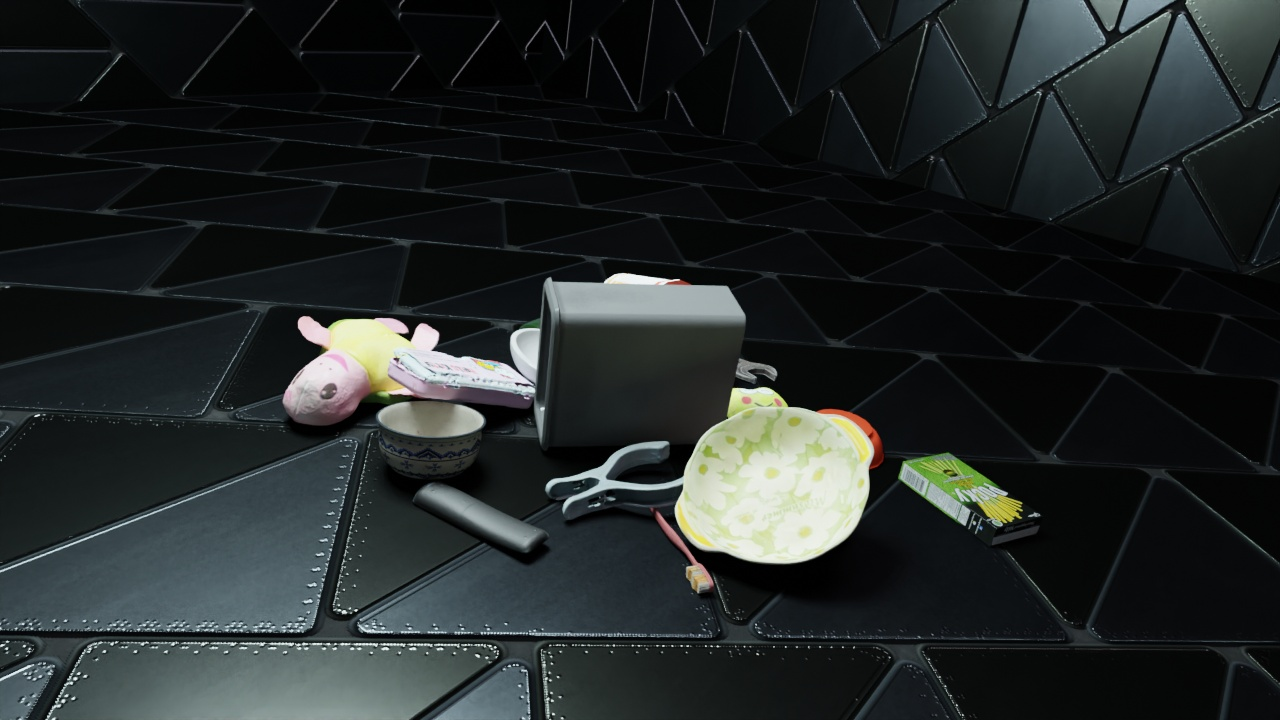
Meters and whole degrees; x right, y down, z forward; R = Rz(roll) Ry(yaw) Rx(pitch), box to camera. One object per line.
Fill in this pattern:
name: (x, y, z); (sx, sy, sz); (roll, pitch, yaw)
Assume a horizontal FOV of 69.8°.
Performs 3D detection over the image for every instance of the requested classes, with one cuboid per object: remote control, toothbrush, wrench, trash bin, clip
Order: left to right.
remote control: (-0.162, 0.156, 0.925); (0.152, 0.020, 0.041); (19, 27, 26)
trash bin: (-0.006, 0.006, 1.084); (0.219, 0.192, 0.097); (0, 31, -13)
clip: (-0.002, 0.142, 0.980); (0.171, 0.029, 0.143); (-19, 30, -34)
toothbrush: (0.030, 0.180, 0.949); (0.015, 0.015, 0.184); (-5, 26, -21)
wrench: (0.091, -0.022, 1.423); (0.273, 0.010, 0.069); (26, 29, 34)

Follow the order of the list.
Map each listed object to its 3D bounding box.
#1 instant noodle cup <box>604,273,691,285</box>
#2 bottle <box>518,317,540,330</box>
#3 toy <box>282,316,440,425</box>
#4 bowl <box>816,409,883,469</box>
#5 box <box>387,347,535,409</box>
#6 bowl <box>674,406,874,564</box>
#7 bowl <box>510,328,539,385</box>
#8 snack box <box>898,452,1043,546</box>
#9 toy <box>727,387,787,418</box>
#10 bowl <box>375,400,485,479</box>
instant noodle cup: (0.004, -0.073, 1.387); (0.123, 0.123, 0.121); (-13, 25, -40)
bottle: (-0.113, -0.048, 1.358); (0.055, 0.055, 0.173); (20, 25, 23)
toy: (-0.333, 0.006, 1.119); (0.190, 0.088, 0.237); (32, 32, 3)
bowl: (0.258, 0.096, 1.187); (0.122, 0.035, 0.121); (7, 24, -3)
box: (-0.207, 0.022, 1.099); (0.086, 0.044, 0.202); (28, 8, 32)
bowl: (0.142, 0.140, 0.963); (0.219, 0.060, 0.188); (-28, 52, -10)
bowl: (-0.109, 0.013, 1.218); (0.149, 0.043, 0.149); (22, 21, -9)
snack box: (0.392, 0.163, 1.098); (0.080, 0.025, 0.147); (-6, 28, -30)
toy: (0.159, 0.074, 1.194); (0.092, 0.046, 0.115); (2, 33, -22)
bowl: (-0.228, 0.090, 0.994); (0.115, 0.059, 0.115); (7, 15, -2)
